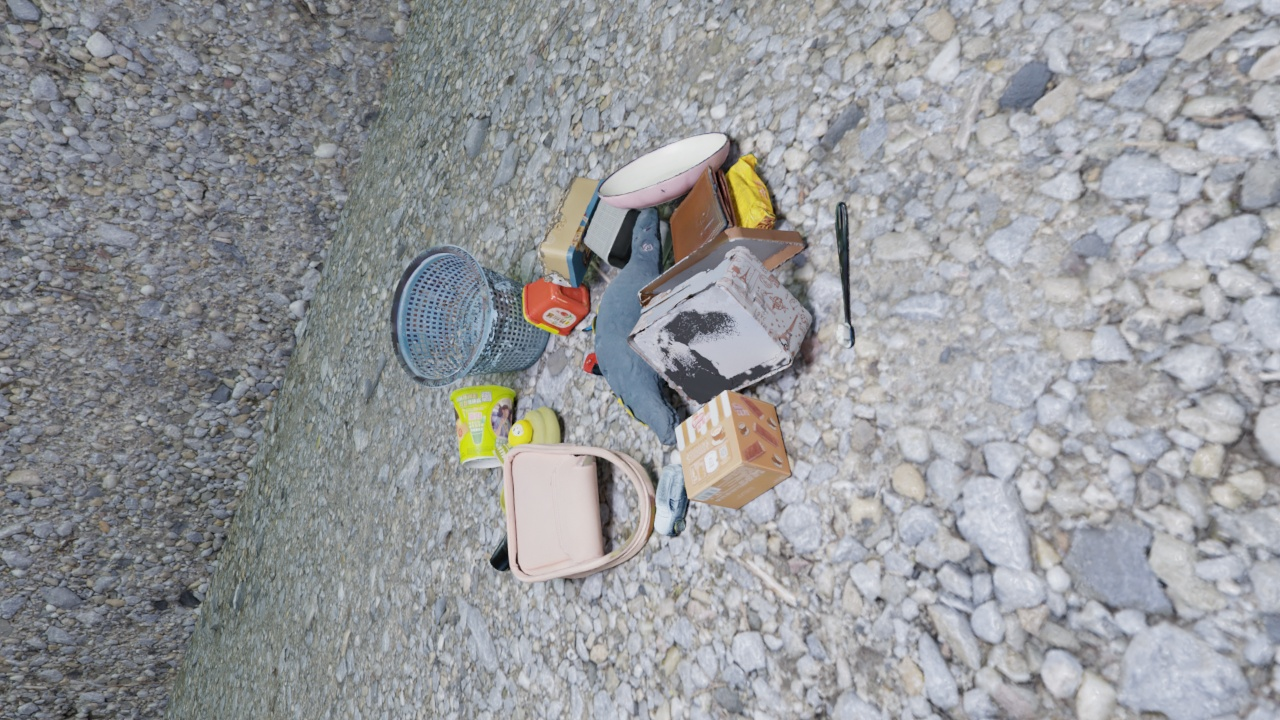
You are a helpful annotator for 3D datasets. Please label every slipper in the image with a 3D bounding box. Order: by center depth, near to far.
[{"bbox_3d":[-0.188,0.160,1.433,0.091,0.081,0.191,39,111,52],"label":"slipper"}]

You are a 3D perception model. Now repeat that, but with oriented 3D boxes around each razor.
[{"bbox_3d":[-0.186,0.272,1.412,0.168,0.062,0.067,-53,7,36],"label":"razor"}]

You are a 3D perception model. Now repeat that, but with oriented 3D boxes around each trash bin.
[{"bbox_3d":[-0.263,-0.064,1.509,0.227,0.194,0.226,-3,84,36],"label":"trash bin"}]

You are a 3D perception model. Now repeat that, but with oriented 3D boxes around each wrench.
[{"bbox_3d":[-0.008,0.008,1.295,0.274,0.016,0.056,0,72,55],"label":"wrench"}]

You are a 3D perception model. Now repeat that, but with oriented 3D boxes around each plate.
[{"bbox_3d":[0.036,-0.253,1.254,0.192,0.039,0.192,-21,24,10],"label":"plate"}]

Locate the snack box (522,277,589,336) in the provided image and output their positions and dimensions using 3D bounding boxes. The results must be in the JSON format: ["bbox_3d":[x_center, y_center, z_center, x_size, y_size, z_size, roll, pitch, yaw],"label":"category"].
[{"bbox_3d":[-0.132,-0.094,1.461,0.080,0.091,0.081,-33,49,35],"label":"snack box"}]

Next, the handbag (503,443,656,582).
[{"bbox_3d":[-0.077,0.198,1.237,0.235,0.093,0.193,-14,80,39],"label":"handbag"}]

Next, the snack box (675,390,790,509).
[{"bbox_3d":[0.103,0.102,1.034,0.093,0.077,0.094,-41,45,39],"label":"snack box"}]

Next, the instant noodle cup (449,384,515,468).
[{"bbox_3d":[-0.264,0.116,1.548,0.112,0.111,0.123,-27,61,48],"label":"instant noodle cup"}]

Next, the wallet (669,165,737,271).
[{"bbox_3d":[0.076,-0.171,1.173,0.125,0.032,0.101,-51,39,47],"label":"wallet"}]

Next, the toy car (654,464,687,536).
[{"bbox_3d":[0.038,0.172,1.137,0.043,0.034,0.090,5,81,53],"label":"toy car"}]

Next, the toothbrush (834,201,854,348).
[{"bbox_3d":[0.222,-0.098,1.009,0.016,0.018,0.180,-28,52,51],"label":"toothbrush"}]

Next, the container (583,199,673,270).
[{"bbox_3d":[-0.019,-0.181,1.336,0.090,0.090,0.114,-65,31,10],"label":"container"}]

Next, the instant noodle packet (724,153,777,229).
[{"bbox_3d":[0.123,-0.187,1.169,0.111,0.044,0.128,-48,38,35],"label":"instant noodle packet"}]

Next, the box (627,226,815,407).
[{"bbox_3d":[0.100,-0.074,1.084,0.183,0.153,0.177,-28,21,47],"label":"box"}]

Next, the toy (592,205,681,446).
[{"bbox_3d":[-0.002,-0.041,1.214,0.138,0.091,0.355,-27,55,42],"label":"toy"}]

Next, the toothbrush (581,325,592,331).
[{"bbox_3d":[-0.037,-0.057,1.372,0.190,0.014,0.016,-13,88,54],"label":"toothbrush"}]

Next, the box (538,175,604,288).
[{"bbox_3d":[-0.098,-0.205,1.419,0.090,0.061,0.183,83,-154,-59],"label":"box"}]
